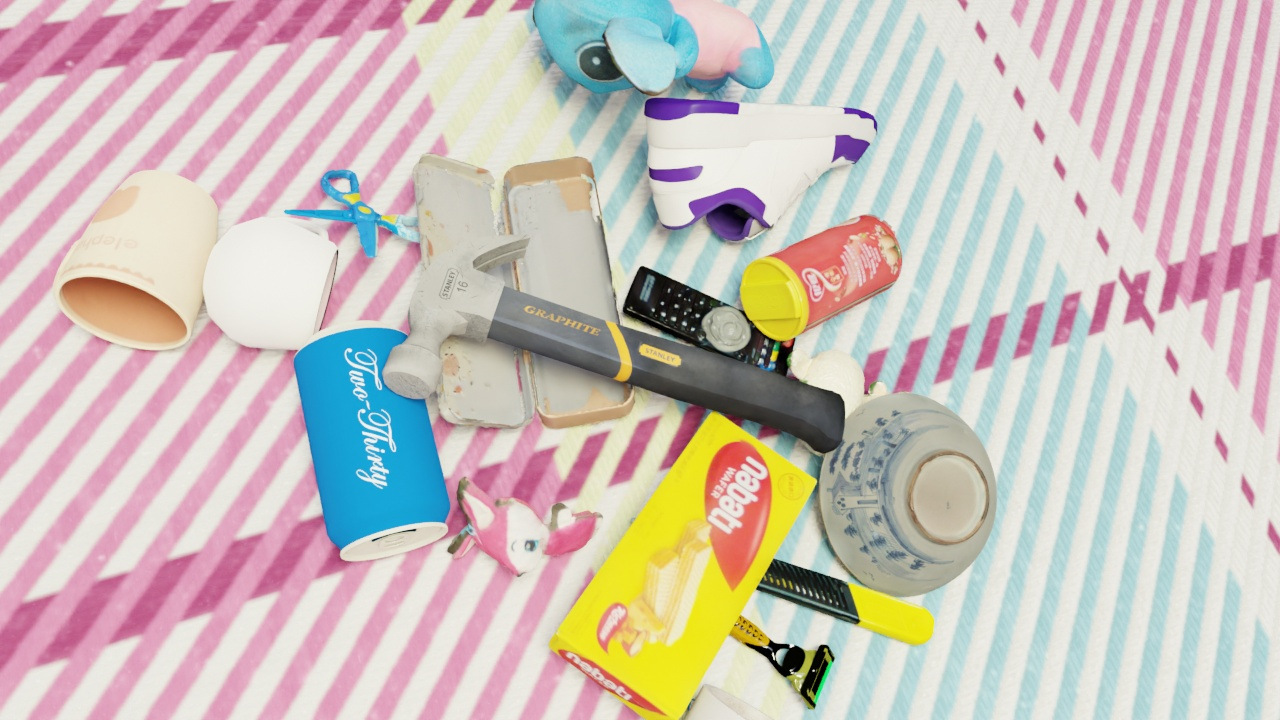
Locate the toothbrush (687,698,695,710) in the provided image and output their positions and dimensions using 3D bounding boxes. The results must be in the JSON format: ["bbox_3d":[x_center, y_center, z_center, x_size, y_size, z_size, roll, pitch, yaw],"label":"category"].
[{"bbox_3d":[0.067,0.283,0.602,0.021,0.016,0.132,-29,76,-7],"label":"toothbrush"}]

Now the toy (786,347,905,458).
[{"bbox_3d":[0.150,0.033,0.706,0.112,0.050,0.087,14,69,-21],"label":"toy"}]

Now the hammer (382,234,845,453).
[{"bbox_3d":[-0.004,0.004,0.634,0.312,0.035,0.139,18,55,-8],"label":"hammer"}]

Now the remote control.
[{"bbox_3d":[0.055,-0.027,0.728,0.140,0.021,0.045,23,62,-7],"label":"remote control"}]

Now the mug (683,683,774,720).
[{"bbox_3d":[0.057,0.263,0.539,0.083,0.120,0.096,33,81,-18],"label":"mug"}]

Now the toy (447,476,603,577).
[{"bbox_3d":[-0.077,0.117,0.612,0.102,0.066,0.050,6,43,-8],"label":"toy"}]

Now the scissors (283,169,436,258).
[{"bbox_3d":[-0.202,-0.107,0.684,0.130,0.014,0.125,8,34,-27],"label":"scissors"}]

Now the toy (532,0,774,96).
[{"bbox_3d":[0.013,-0.254,0.730,0.191,0.099,0.224,4,21,-25],"label":"toy"}]

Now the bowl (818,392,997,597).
[{"bbox_3d":[0.207,0.098,0.666,0.150,0.057,0.150,1,86,-18],"label":"bowl"}]

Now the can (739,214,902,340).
[{"bbox_3d":[0.145,-0.067,0.729,0.124,0.067,0.066,-25,75,-30],"label":"can"}]

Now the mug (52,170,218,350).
[{"bbox_3d":[-0.350,-0.071,0.631,0.112,0.085,0.104,-7,56,16],"label":"mug"}]

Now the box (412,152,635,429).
[{"bbox_3d":[-0.089,-0.055,0.686,0.156,0.071,0.216,1,67,-31],"label":"box"}]

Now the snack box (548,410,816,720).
[{"bbox_3d":[0.034,0.135,0.622,0.092,0.042,0.200,35,59,7],"label":"snack box"}]

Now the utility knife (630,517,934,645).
[{"bbox_3d":[0.101,0.156,0.660,0.233,0.020,0.028,21,59,-4],"label":"utility knife"}]

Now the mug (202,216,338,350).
[{"bbox_3d":[-0.256,-0.064,0.644,0.076,0.090,0.123,14,40,-15],"label":"mug"}]

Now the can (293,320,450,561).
[{"bbox_3d":[-0.179,0.052,0.610,0.078,0.079,0.146,-12,71,-17],"label":"can"}]

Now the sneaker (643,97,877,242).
[{"bbox_3d":[0.105,-0.154,0.753,0.243,0.092,0.111,-9,111,-37],"label":"sneaker"}]

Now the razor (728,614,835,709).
[{"bbox_3d":[0.068,0.184,0.641,0.144,0.021,0.043,34,51,3],"label":"razor"}]
